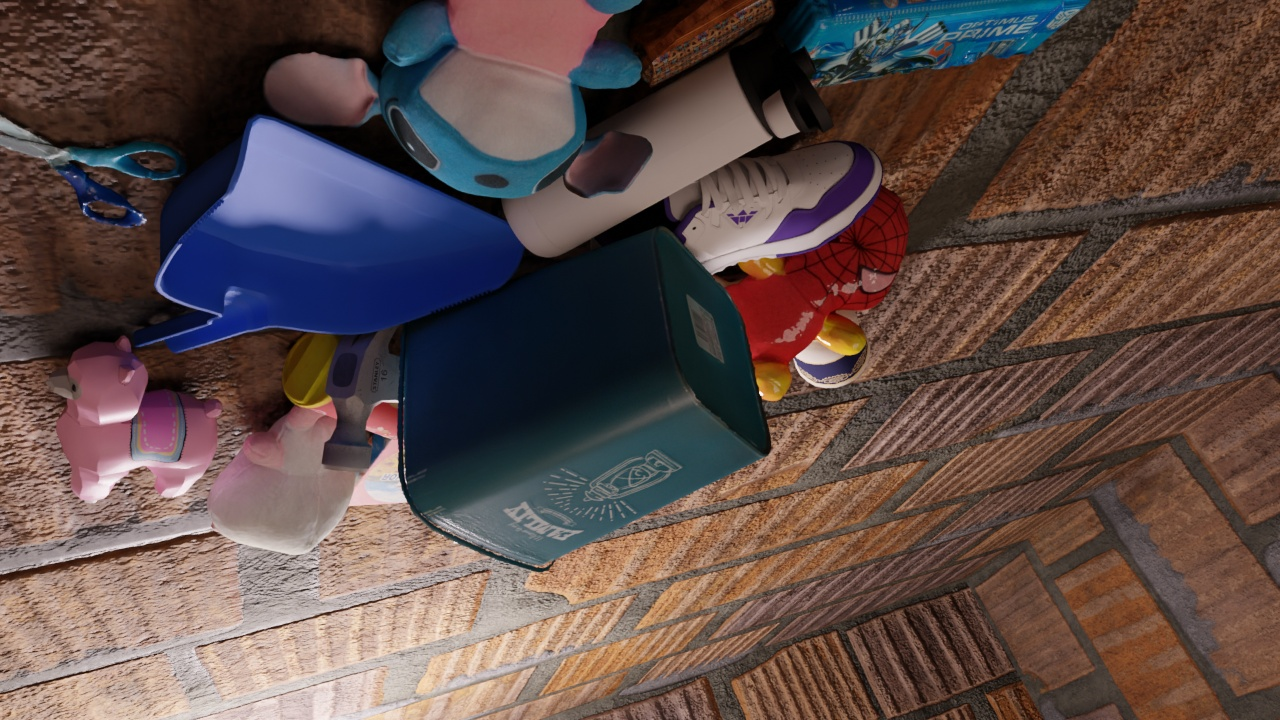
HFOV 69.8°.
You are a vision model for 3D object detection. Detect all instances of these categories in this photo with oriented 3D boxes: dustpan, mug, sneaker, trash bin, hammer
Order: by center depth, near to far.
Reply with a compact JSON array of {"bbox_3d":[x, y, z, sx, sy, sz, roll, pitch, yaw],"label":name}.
[{"bbox_3d":[-0.249,-0.059,0.619,0.258,0.059,0.245,-12,167,26],"label":"dustpan"},{"bbox_3d":[-0.038,0.026,0.703,0.219,0.198,0.196,-23,145,22],"label":"trash bin"},{"bbox_3d":[0.065,-0.128,0.725,0.244,0.091,0.111,-24,149,12],"label":"sneaker"},{"bbox_3d":[-0.155,0.034,0.823,0.035,0.139,0.312,4,174,26],"label":"hammer"},{"bbox_3d":[0.190,-0.027,1.011,0.112,0.085,0.089,5,160,25],"label":"mug"}]

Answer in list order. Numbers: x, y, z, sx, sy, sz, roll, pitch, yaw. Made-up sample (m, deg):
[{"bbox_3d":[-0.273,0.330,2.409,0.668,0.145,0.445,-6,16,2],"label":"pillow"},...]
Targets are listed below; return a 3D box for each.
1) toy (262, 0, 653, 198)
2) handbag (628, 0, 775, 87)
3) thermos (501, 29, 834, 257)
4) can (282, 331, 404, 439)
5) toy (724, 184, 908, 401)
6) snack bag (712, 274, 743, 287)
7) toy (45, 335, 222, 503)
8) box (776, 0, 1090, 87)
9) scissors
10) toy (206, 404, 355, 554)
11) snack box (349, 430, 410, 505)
[{"bbox_3d":[-0.090,-0.173,0.520,0.224,0.098,0.192,11,139,-14],"label":"toy"},{"bbox_3d":[0.038,-0.200,0.519,0.093,0.043,0.195,-28,-169,5],"label":"handbag"},{"bbox_3d":[0.013,-0.136,0.620,0.230,0.101,0.068,-25,128,21],"label":"thermos"},{"bbox_3d":[-0.235,0.022,0.776,0.067,0.066,0.124,-30,152,13],"label":"can"},{"bbox_3d":[0.151,-0.074,0.832,0.216,0.099,0.147,-44,112,1],"label":"toy"},{"bbox_3d":[0.095,-0.043,0.948,0.087,0.044,0.155,-22,158,16],"label":"snack bag"},{"bbox_3d":[-0.388,0.046,0.705,0.123,0.067,0.158,0,140,-40],"label":"toy"},{"bbox_3d":[0.216,-0.263,0.628,0.243,0.060,0.176,-14,151,-19],"label":"box"},{"bbox_3d":[-0.339,-0.110,0.524,0.134,0.016,0.084,12,138,-46],"label":"scissors"},{"bbox_3d":[-0.312,0.100,0.832,0.138,0.101,0.180,-6,132,-53],"label":"toy"},{"bbox_3d":[-0.221,0.097,0.947,0.142,0.040,0.145,3,142,-42],"label":"snack box"}]
